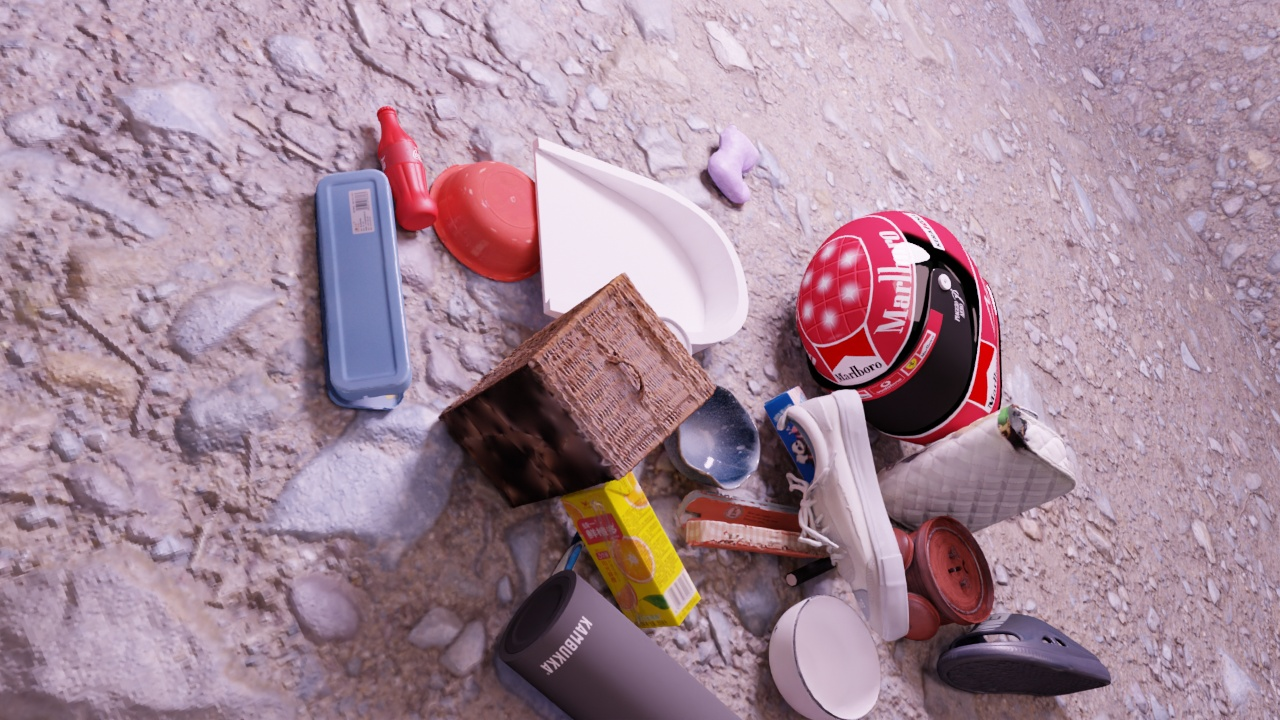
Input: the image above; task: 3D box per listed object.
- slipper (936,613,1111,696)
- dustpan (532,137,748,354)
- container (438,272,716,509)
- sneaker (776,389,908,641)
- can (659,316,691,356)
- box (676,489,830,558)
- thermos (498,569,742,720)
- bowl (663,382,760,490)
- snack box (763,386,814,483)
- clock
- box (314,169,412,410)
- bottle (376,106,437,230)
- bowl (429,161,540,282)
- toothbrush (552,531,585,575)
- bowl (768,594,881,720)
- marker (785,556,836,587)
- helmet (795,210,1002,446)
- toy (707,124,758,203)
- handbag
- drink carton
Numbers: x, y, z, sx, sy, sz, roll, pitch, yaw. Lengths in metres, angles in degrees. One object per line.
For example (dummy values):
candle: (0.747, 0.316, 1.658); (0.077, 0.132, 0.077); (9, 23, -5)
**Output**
slipper: (0.435, 0.326, 1.035); (0.267, 0.111, 0.083); (21, 50, -35)
dustpan: (0.010, -0.105, 0.930); (0.257, 0.053, 0.191); (21, 54, -44)
container: (-0.057, 0.033, 0.721); (0.114, 0.199, 0.112); (52, 55, -7)
sneaker: (0.193, 0.153, 0.894); (0.089, 0.091, 0.242); (64, 14, -77)
can: (-0.005, 0.005, 0.848); (0.064, 0.105, 0.064); (21, 53, -31)
box: (0.114, 0.162, 0.904); (0.188, 0.056, 0.063); (16, 61, -37)
thermos: (0.006, 0.269, 0.707); (0.240, 0.082, 0.082); (45, 44, -14)
bowl: (0.061, 0.079, 0.896); (0.110, 0.055, 0.110); (20, 54, -31)
snack box: (0.189, 0.103, 0.986); (0.154, 0.033, 0.087); (61, 17, 6)
clock: (0.312, 0.238, 1.005); (0.157, 0.072, 0.120); (1, 65, -41)
box: (-0.230, -0.057, 0.755); (0.068, 0.059, 0.209); (-8, 65, -12)
bottle: (-0.215, -0.176, 0.826); (0.036, 0.036, 0.119); (-5, 68, -42)
bowl: (-0.132, -0.142, 0.870); (0.130, 0.045, 0.130); (20, 54, -31)
toothbrush: (-0.050, 0.155, 0.781); (0.016, 0.017, 0.188); (43, 46, -15)
bowl: (0.164, 0.282, 0.857); (0.113, 0.063, 0.113); (20, 53, -30)
marker: (0.197, 0.213, 0.959); (0.123, 0.021, 0.017); (-10, 116, -42)
helmet: (0.292, -0.044, 1.070); (0.224, 0.198, 0.270); (17, 64, -33)
toy: (0.119, -0.245, 1.158); (0.080, 0.037, 0.099); (47, 48, -22)
handbag: (0.374, 0.127, 1.040); (0.138, 0.195, 0.072); (29, 44, -30)
drink carton: (-0.009, 0.158, 0.769); (0.042, 0.059, 0.134); (-38, 104, -47)
